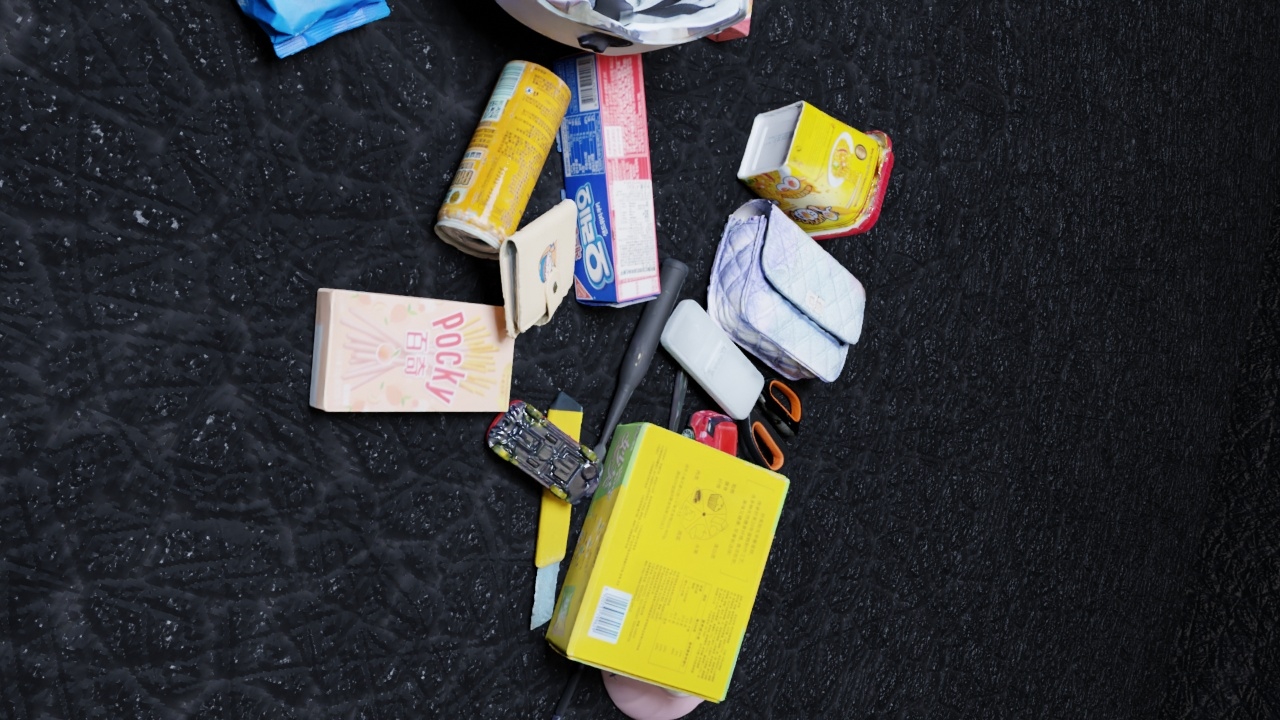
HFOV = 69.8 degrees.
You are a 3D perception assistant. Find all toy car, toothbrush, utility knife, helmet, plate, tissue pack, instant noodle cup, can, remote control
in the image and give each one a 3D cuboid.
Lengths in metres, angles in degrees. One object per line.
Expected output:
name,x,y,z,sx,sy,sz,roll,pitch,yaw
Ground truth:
toy car,0.066,0.111,0.908,0.052,0.045,0.120,5,93,-43
toothbrush,0.031,0.078,0.890,0.015,0.018,0.181,13,84,-41
utility knife,-0.076,0.129,0.790,0.033,0.015,0.207,7,90,-23
helmet,-0.043,-0.337,0.681,0.258,0.146,0.229,-12,100,-34
plate,0.042,0.265,0.904,0.192,0.039,0.192,-6,98,-44
tissue pack,-0.228,-0.276,0.572,0.094,0.052,0.157,-42,122,-30
toy car,-0.078,0.077,0.760,0.106,0.031,0.049,39,83,-23
instant noodle cup,0.175,-0.196,0.938,0.123,0.116,0.116,25,77,-31
can,-0.104,-0.153,0.702,0.058,0.058,0.146,32,72,-41
remote control,0.071,0.001,0.895,0.136,0.020,0.055,45,65,-31
toothbrush,-0.075,0.317,0.815,0.016,0.014,0.188,33,72,-28
toothbrush,-0.005,0.005,0.840,0.026,0.027,0.212,22,77,3

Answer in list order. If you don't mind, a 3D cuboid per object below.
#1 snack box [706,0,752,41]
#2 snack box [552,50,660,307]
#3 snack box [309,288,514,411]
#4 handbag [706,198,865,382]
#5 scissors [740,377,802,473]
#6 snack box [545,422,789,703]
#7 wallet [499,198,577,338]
snack box,0.056,-0.375,0.841,0.113,0.044,0.127,6,90,-44
snack box,-0.028,-0.151,0.777,0.058,0.057,0.207,-16,105,-45
snack box,-0.164,-0.005,0.683,0.157,0.026,0.084,3,93,-44
handbag,0.157,-0.064,0.951,0.193,0.076,0.134,30,69,-43
scissors,0.107,0.015,0.959,0.162,0.022,0.234,-37,112,-43
snack box,0.026,0.177,0.820,0.157,0.070,0.209,23,78,-19
wallet,-0.077,-0.071,0.726,0.114,0.024,0.087,-56,153,-60
